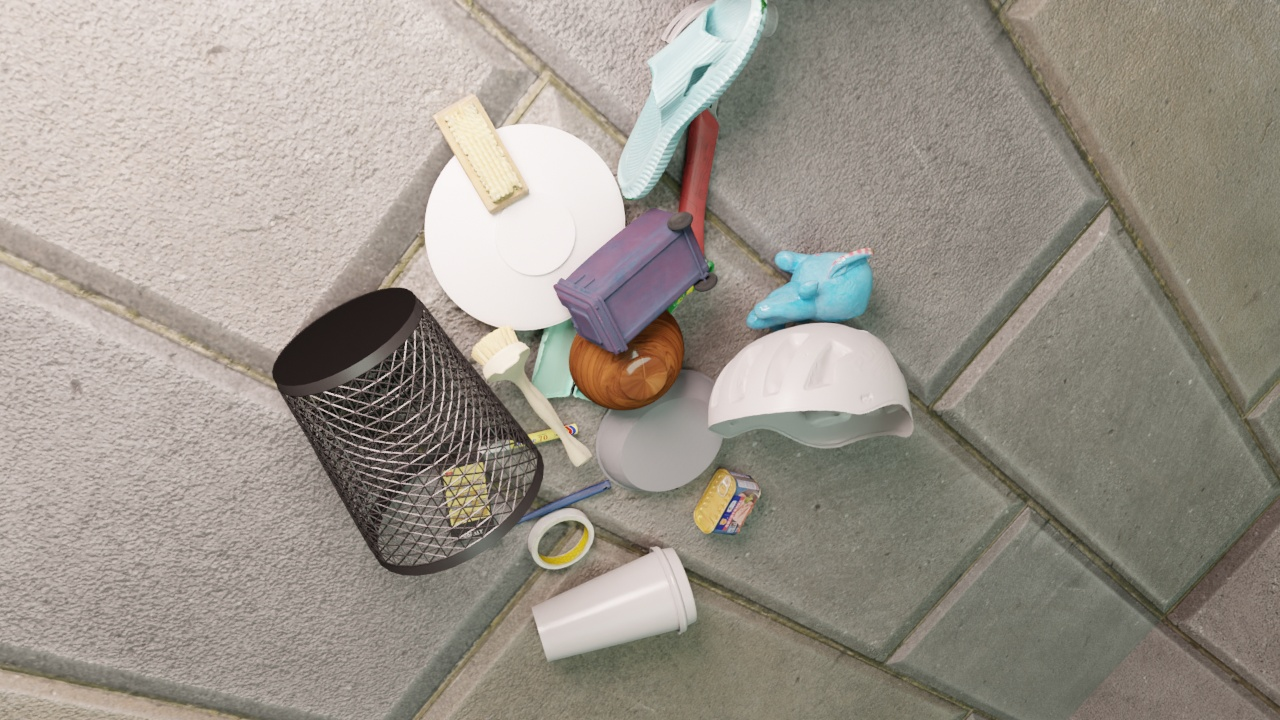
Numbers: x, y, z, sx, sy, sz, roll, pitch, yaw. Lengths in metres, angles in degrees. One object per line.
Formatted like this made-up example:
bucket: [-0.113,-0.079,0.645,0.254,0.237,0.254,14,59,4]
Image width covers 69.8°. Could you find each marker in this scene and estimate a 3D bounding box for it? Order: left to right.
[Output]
marker: [-0.145,0.102,1.184,0.132,0.014,0.014,-12,123,-23]

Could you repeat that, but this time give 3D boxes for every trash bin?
trash bin: [-0.254,0.067,0.989,0.216,0.217,0.243,-31,122,-9]
trash bin: [-0.007,-0.089,1.027,0.160,0.092,0.094,-42,130,-18]

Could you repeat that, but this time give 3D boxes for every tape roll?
tape roll: [-0.112,0.251,1.290,0.094,0.019,0.094,-14,124,-21]

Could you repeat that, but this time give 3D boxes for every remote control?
remote control: [-0.223,0.178,1.178,0.058,0.013,0.134,-13,128,-15]

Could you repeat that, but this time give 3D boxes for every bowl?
bowl: [-0.006,0.006,1.105,0.147,0.069,0.147,-11,123,-17]

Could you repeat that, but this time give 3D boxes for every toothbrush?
toothbrush: [-0.127,0.207,1.256,0.189,0.017,0.016,-21,127,-17]

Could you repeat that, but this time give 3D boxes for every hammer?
hammer: [0.071,-0.257,1.075,0.126,0.036,0.316,-5,121,-24]

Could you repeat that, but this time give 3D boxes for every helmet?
helmet: [0.212,0.047,1.186,0.281,0.225,0.183,-15,83,-37]

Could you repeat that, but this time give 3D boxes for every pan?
pan: [0.102,0.065,1.284,0.356,0.051,0.201,-31,128,-6]

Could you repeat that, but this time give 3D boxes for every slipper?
slipper: [0.034,-0.283,0.956,0.069,0.115,0.277,20,132,-22]

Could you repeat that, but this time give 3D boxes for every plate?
plate: [-0.119,-0.141,1.008,0.229,0.030,0.230,-7,109,-21]

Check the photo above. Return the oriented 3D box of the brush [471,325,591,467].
brush: [-0.120,0.052,1.099,0.062,0.077,0.272,-28,139,2]

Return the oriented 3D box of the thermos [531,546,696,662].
thermos: [-0.041,0.362,1.339,0.221,0.131,0.132,-17,125,-10]

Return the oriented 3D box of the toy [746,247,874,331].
toy: [0.217,-0.094,1.213,0.180,0.114,0.184,-16,163,-17]

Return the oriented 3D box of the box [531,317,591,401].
box: [-0.061,-0.032,1.128,0.137,0.057,0.187,9,114,-20]

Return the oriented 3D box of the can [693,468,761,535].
can: [0.131,0.214,1.380,0.059,0.054,0.100,14,111,-36]

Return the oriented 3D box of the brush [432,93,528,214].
brush: [-0.163,-0.213,0.947,0.049,0.039,0.117,-31,106,-9]

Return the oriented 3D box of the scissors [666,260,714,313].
scissors: [0.045,-0.080,1.164,0.131,0.014,0.071,-47,160,11]
